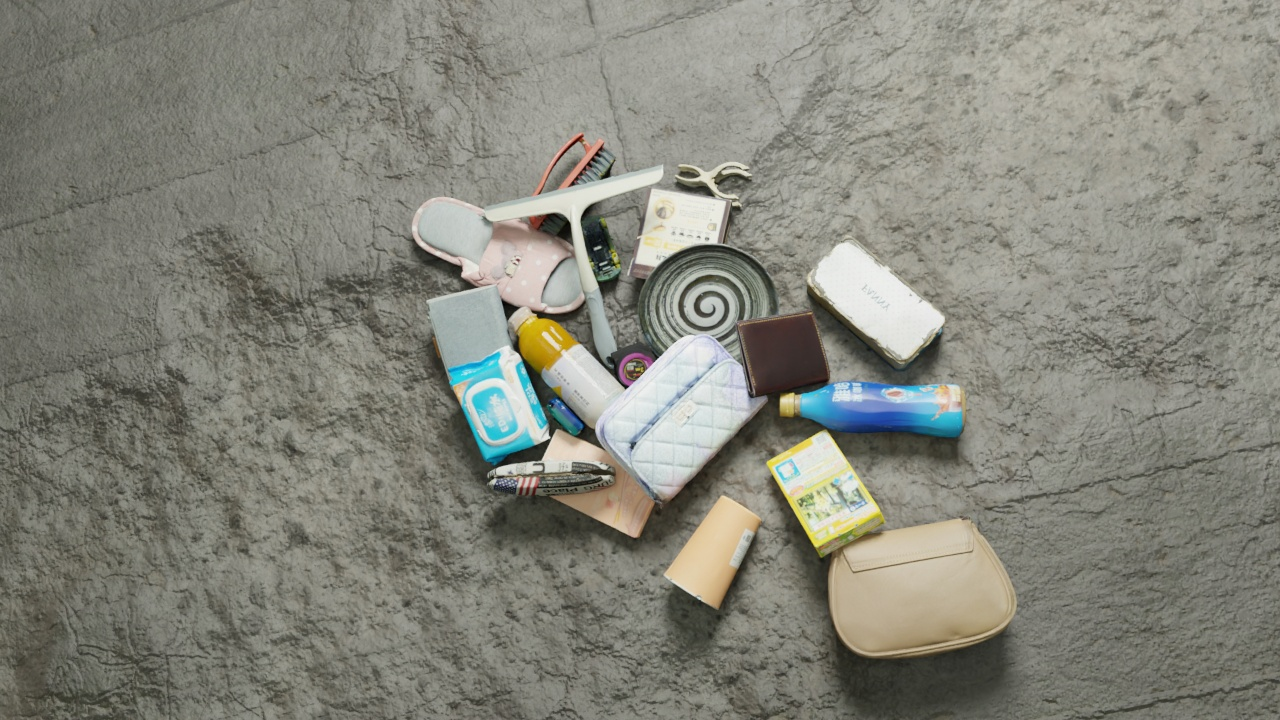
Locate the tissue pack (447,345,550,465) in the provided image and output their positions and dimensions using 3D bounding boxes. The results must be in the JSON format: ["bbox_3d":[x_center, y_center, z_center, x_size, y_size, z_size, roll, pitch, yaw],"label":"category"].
[{"bbox_3d":[-0.183,0.059,1.192,0.090,0.063,0.140,-21,97,9],"label":"tissue pack"}]

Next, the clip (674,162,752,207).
[{"bbox_3d":[0.098,-0.228,1.223,0.103,0.035,0.092,-7,78,13],"label":"clip"}]

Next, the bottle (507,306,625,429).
[{"bbox_3d":[-0.098,0.006,1.196,0.068,0.068,0.189,-45,79,0],"label":"bottle"}]

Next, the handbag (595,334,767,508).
[{"bbox_3d":[0.048,0.069,1.135,0.193,0.075,0.134,-45,101,-8],"label":"handbag"}]

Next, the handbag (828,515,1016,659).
[{"bbox_3d":[0.321,0.269,1.072,0.204,0.100,0.147,-11,71,8],"label":"handbag"}]

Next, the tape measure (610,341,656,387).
[{"bbox_3d":[-0.007,0.007,1.192,0.057,0.039,0.058,-24,109,-4],"label":"tape measure"}]

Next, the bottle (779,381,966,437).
[{"bbox_3d":[0.282,0.058,1.126,0.219,0.065,0.065,1,81,10],"label":"bottle"}]

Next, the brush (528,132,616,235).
[{"bbox_3d":[-0.101,-0.235,1.232,0.069,0.063,0.145,37,80,-4],"label":"brush"}]

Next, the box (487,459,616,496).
[{"bbox_3d":[-0.111,0.143,1.154,0.164,0.071,0.057,-4,56,6],"label":"box"}]

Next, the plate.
[{"bbox_3d":[0.085,-0.066,1.166,0.179,0.024,0.180,0,116,0],"label":"plate"}]

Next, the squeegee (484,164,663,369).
[{"bbox_3d":[-0.066,-0.102,1.181,0.247,0.039,0.246,-10,103,16],"label":"squeegee"}]

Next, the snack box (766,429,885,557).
[{"bbox_3d":[0.220,0.157,1.104,0.087,0.034,0.140,-30,43,3],"label":"snack box"}]

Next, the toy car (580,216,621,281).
[{"bbox_3d":[-0.055,-0.149,1.234,0.043,0.036,0.091,-21,79,7],"label":"toy car"}]

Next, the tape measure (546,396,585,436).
[{"bbox_3d":[-0.098,0.074,1.195,0.025,0.054,0.058,-44,91,-1],"label":"tape measure"}]

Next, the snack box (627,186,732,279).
[{"bbox_3d":[0.053,-0.157,1.207,0.113,0.053,0.125,12,86,11],"label":"snack box"}]

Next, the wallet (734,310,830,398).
[{"bbox_3d":[0.177,-0.010,1.140,0.122,0.020,0.096,-10,84,-30],"label":"wallet"}]

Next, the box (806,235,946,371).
[{"bbox_3d":[0.298,-0.067,1.149,0.090,0.059,0.184,-44,78,1],"label":"box"}]

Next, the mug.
[{"bbox_3d":[0.094,0.233,1.127,0.078,0.078,0.122,31,83,13],"label":"mug"}]

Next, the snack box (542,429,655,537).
[{"bbox_3d":[-0.056,0.158,1.188,0.157,0.026,0.084,24,85,13],"label":"snack box"}]

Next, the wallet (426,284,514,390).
[{"bbox_3d":[-0.226,-0.029,1.232,0.107,0.037,0.130,-12,101,9],"label":"wallet"}]

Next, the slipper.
[{"bbox_3d":[-0.193,-0.148,1.248,0.274,0.054,0.114,27,86,12],"label":"slipper"}]
